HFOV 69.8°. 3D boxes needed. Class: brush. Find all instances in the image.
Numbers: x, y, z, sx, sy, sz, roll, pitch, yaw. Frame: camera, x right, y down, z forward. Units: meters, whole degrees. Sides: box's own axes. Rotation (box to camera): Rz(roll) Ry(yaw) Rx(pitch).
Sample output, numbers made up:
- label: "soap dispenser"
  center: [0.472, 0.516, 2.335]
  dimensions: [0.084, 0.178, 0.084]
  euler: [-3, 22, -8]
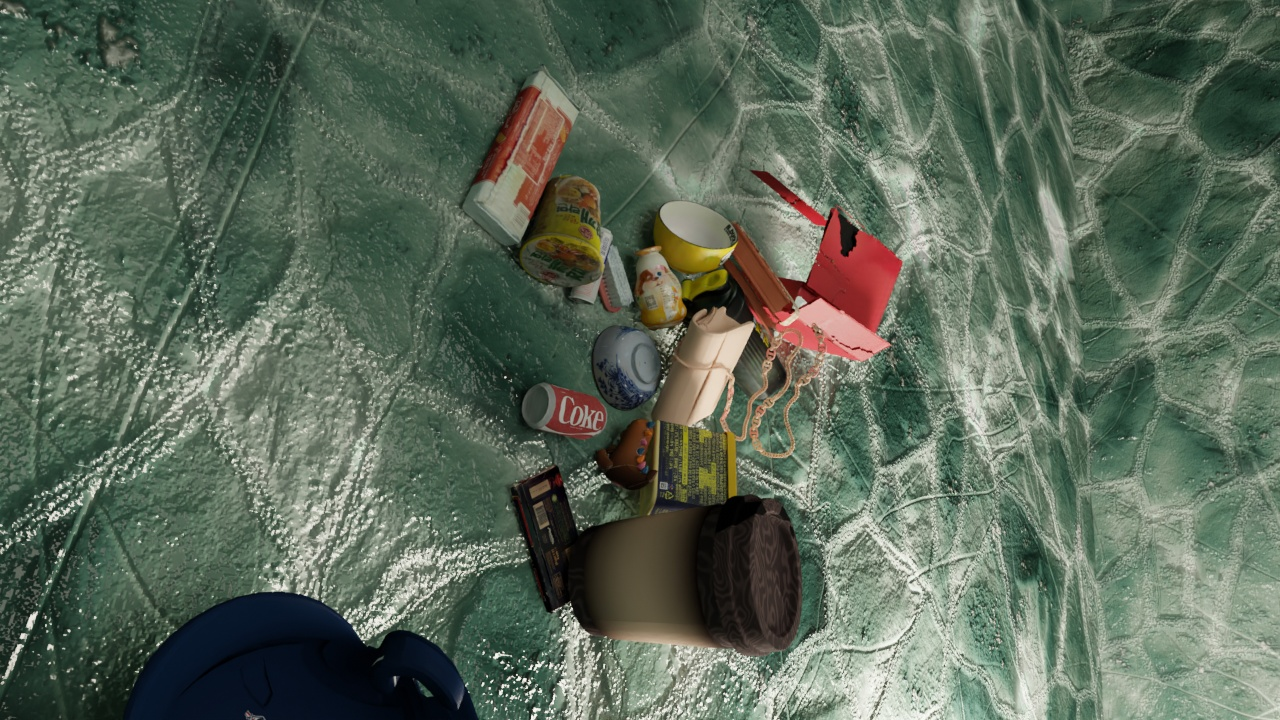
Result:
- label: "brush"
  center: [-0.049, -0.145, 1.174]
  dimensions: [0.040, 0.030, 0.172]
  euler: [-29, 104, -49]

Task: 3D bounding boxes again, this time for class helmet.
- label: "helmet"
  center: [-0.270, 0.301, 0.670]
  dimensions: [0.231, 0.223, 0.272]
  euler: [-70, 143, -50]

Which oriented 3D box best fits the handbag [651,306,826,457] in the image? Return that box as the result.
- label: "handbag"
  center: [0.125, 0.029, 1.175]
  dimensions: [0.116, 0.187, 0.199]
  euler: [-27, 144, -58]

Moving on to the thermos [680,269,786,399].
- label: "thermos"
  center: [0.131, -0.035, 1.316]
  dimensions: [0.221, 0.098, 0.098]
  euler: [50, 48, -38]

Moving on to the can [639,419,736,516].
- label: "can"
  center: [0.058, 0.148, 1.151]
  dimensions: [0.104, 0.075, 0.135]
  euler: [12, 48, -10]

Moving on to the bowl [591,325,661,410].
- label: "bowl"
  center: [-0.007, 0.007, 1.179]
  dimensions: [0.114, 0.045, 0.114]
  euler: [14, 72, -47]

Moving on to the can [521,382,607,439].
- label: "can"
  center: [-0.087, 0.060, 1.068]
  dimensions: [0.096, 0.054, 0.054]
  euler: [18, 68, -46]

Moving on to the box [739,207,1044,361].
- label: "box"
  center: [0.344, -0.091, 1.332]
  dimensions: [0.211, 0.411, 0.107]
  euler: [26, 60, -43]

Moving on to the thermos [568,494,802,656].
- label: "thermos"
  center: [0.048, 0.244, 1.034]
  dimensions: [0.172, 0.227, 0.172]
  euler: [28, 57, -57]

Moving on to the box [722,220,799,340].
- label: "box"
  center: [0.166, -0.116, 1.320]
  dimensions: [0.054, 0.079, 0.187]
  euler: [-15, 60, -25]

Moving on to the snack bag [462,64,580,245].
- label: "snack bag"
  center: [-0.138, -0.243, 1.086]
  dimensions: [0.077, 0.041, 0.224]
  euler: [43, 50, -36]

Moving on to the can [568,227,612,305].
- label: "can"
  center: [-0.061, -0.117, 1.135]
  dimensions: [0.032, 0.032, 0.095]
  euler: [22, 81, -45]

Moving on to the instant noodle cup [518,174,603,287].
- label: "instant noodle cup"
  center: [-0.087, -0.157, 1.089]
  dimensions: [0.102, 0.102, 0.108]
  euler: [35, 49, -40]

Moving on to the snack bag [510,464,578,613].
- label: "snack bag"
  center: [-0.100, 0.203, 1.049]
  dimensions: [0.074, 0.018, 0.155]
  euler: [-22, 100, -51]

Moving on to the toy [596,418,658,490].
- label: "toy"
  center: [-0.001, 0.114, 1.121]
  dimensions: [0.070, 0.103, 0.090]
  euler: [32, 70, -28]

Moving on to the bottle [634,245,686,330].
- label: "bottle"
  center: [0.022, -0.097, 1.221]
  dimensions: [0.063, 0.063, 0.109]
  euler: [-19, 98, -50]

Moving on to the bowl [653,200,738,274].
- label: "bowl"
  center: [0.069, -0.163, 1.272]
  dimensions: [0.117, 0.068, 0.117]
  euler: [14, 38, -11]
